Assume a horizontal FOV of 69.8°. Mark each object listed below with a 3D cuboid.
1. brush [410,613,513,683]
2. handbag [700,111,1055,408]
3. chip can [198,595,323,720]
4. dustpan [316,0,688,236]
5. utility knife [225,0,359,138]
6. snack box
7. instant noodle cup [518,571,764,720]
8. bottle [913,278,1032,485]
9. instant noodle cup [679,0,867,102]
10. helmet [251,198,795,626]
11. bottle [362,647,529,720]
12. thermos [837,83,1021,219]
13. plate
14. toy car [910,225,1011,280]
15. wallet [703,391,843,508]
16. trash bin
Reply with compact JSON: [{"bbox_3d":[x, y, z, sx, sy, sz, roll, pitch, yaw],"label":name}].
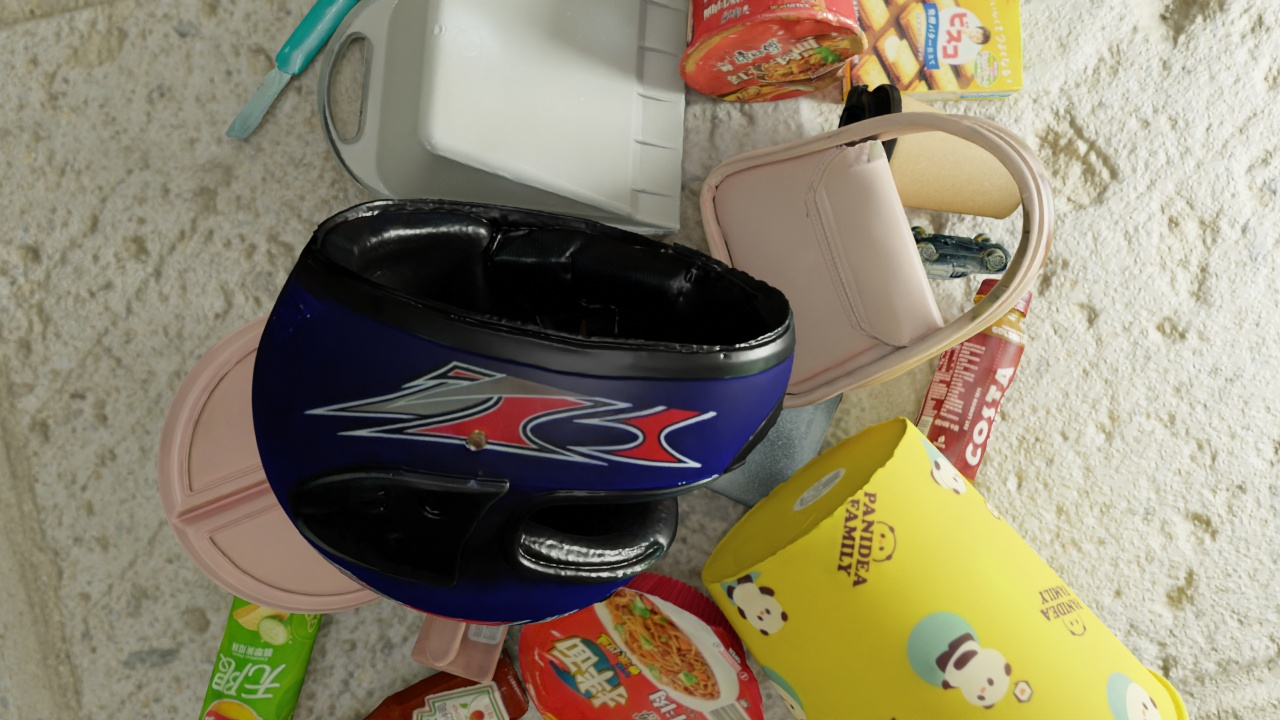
[{"bbox_3d":[-0.118,0.162,0.690,0.063,0.073,0.145,12,67,14],"label":"brush"},{"bbox_3d":[0.167,-0.080,0.643,0.235,0.093,0.193,-20,89,43],"label":"handbag"},{"bbox_3d":[-0.286,0.215,0.707,0.072,0.072,0.221,16,90,-1],"label":"chip can"},{"bbox_3d":[-0.111,-0.211,0.726,0.257,0.143,0.222,8,80,-28],"label":"dustpan"},{"bbox_3d":[-0.263,-0.265,0.736,0.029,0.013,0.218,37,87,-3],"label":"utility knife"},{"bbox_3d":[0.231,-0.254,0.735,0.140,0.034,0.087,-2,91,-3],"label":"snack box"},{"bbox_3d":[0.008,0.229,0.685,0.194,0.065,0.194,11,120,20],"label":"instant noodle cup"},{"bbox_3d":[0.258,0.023,0.722,0.057,0.057,0.175,21,90,-1],"label":"bottle"},{"bbox_3d":[0.093,-0.272,0.687,0.138,0.138,0.108,-4,82,-1],"label":"instant noodle cup"},{"bbox_3d":[-0.078,0.044,0.574,0.316,0.246,0.241,13,117,10],"label":"helmet"},{"bbox_3d":[-0.188,0.285,0.695,0.205,0.060,0.060,-22,90,-14],"label":"bottle"},{"bbox_3d":[0.223,-0.156,0.710,0.143,0.093,0.093,11,90,-8],"label":"thermos"},{"bbox_3d":[-0.224,0.072,0.671,0.229,0.028,0.229,0,89,-30],"label":"plate"},{"bbox_3d":[0.247,-0.083,0.731,0.090,0.042,0.034,4,117,2],"label":"toy car"},{"bbox_3d":[0.099,0.058,0.741,0.097,0.019,0.121,24,88,-3],"label":"wallet"},{"bbox_3d":[0.191,0.194,0.639,0.229,0.229,0.255,-39,89,-1],"label":"trash bin"}]
